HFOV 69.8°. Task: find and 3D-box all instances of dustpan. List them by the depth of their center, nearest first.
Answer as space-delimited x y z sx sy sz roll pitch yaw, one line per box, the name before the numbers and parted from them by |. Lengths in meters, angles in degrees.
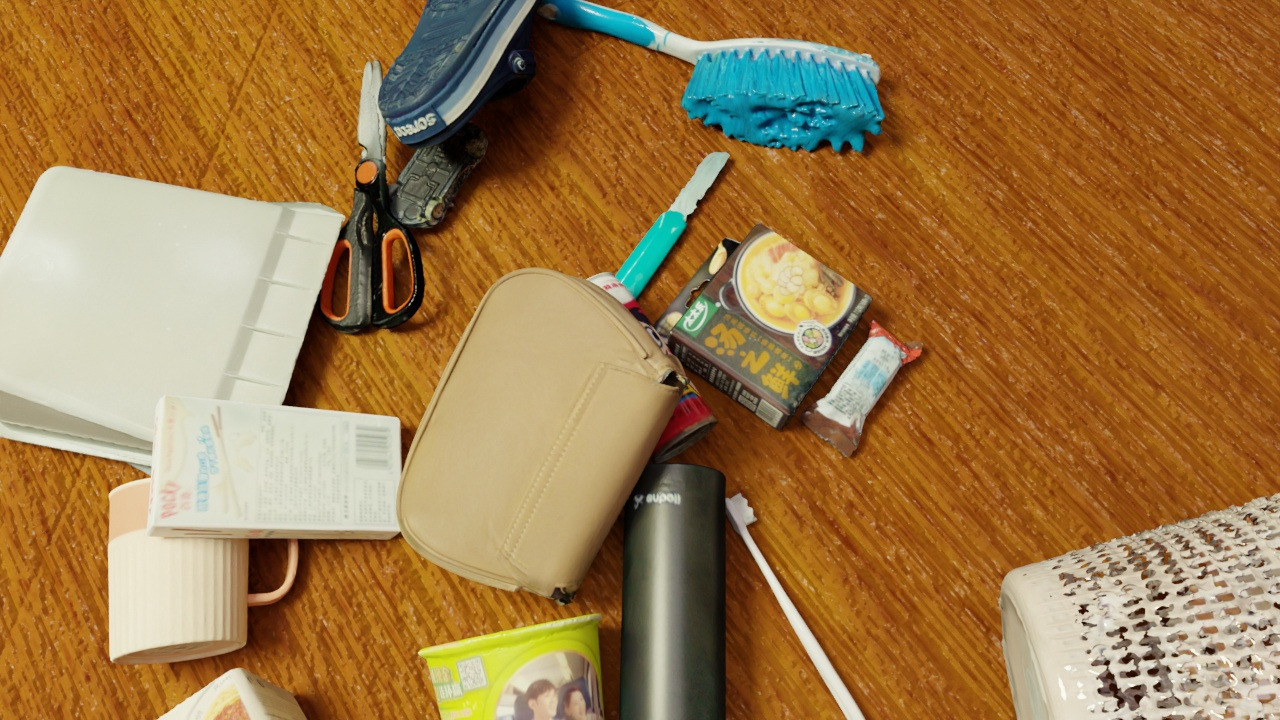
dustpan | -0.388 -0.030 0.697 0.257 0.143 0.222 17 67 -15

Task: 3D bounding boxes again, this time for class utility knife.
utility knife | 0.009 -0.082 0.714 0.029 0.013 0.219 30 74 16

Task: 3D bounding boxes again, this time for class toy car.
toy car | -0.164 -0.149 0.740 0.049 0.031 0.105 24 73 20

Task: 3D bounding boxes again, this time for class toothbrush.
toothbrush | 0.104 0.166 0.604 0.016 0.016 0.180 -24 67 -14

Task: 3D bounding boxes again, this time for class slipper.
slipper | -0.124 -0.249 0.740 0.105 0.095 0.252 -8 45 25

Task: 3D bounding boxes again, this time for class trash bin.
trash bin | 0.311 0.177 0.496 0.192 0.227 0.227 -10 66 12

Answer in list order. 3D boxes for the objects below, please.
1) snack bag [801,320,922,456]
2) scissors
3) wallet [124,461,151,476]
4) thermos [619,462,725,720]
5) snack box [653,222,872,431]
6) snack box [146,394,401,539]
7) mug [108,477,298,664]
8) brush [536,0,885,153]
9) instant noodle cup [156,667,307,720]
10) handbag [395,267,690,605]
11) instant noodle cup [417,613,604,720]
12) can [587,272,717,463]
snack bag | 0.160 0.016 0.658 0.045 0.026 0.105 37 74 7
scissors | -0.195 -0.133 0.715 0.139 0.021 0.235 14 83 22
wallet | -0.359 0.031 0.682 0.121 0.019 0.097 24 70 15
thermos | 0.032 0.188 0.568 0.090 0.068 0.242 -5 67 14
snack box | 0.084 -0.030 0.673 0.125 0.053 0.113 35 73 10
snack box | -0.236 0.073 0.606 0.156 0.027 0.084 8 62 -34
mug | -0.287 0.137 0.606 0.114 0.082 0.105 2 65 -29
brush | 0.047 -0.246 0.765 0.315 0.061 0.109 10 62 9
instant noodle cup | -0.229 0.259 0.533 0.116 0.117 0.124 -35 58 -11
handbag | -0.062 0.049 0.596 0.148 0.099 0.204 32 100 24
instant noodle cup | -0.067 0.223 0.543 0.111 0.112 0.123 -11 75 -2
can | -0.004 0.004 0.649 0.053 0.053 0.132 -31 75 -10
